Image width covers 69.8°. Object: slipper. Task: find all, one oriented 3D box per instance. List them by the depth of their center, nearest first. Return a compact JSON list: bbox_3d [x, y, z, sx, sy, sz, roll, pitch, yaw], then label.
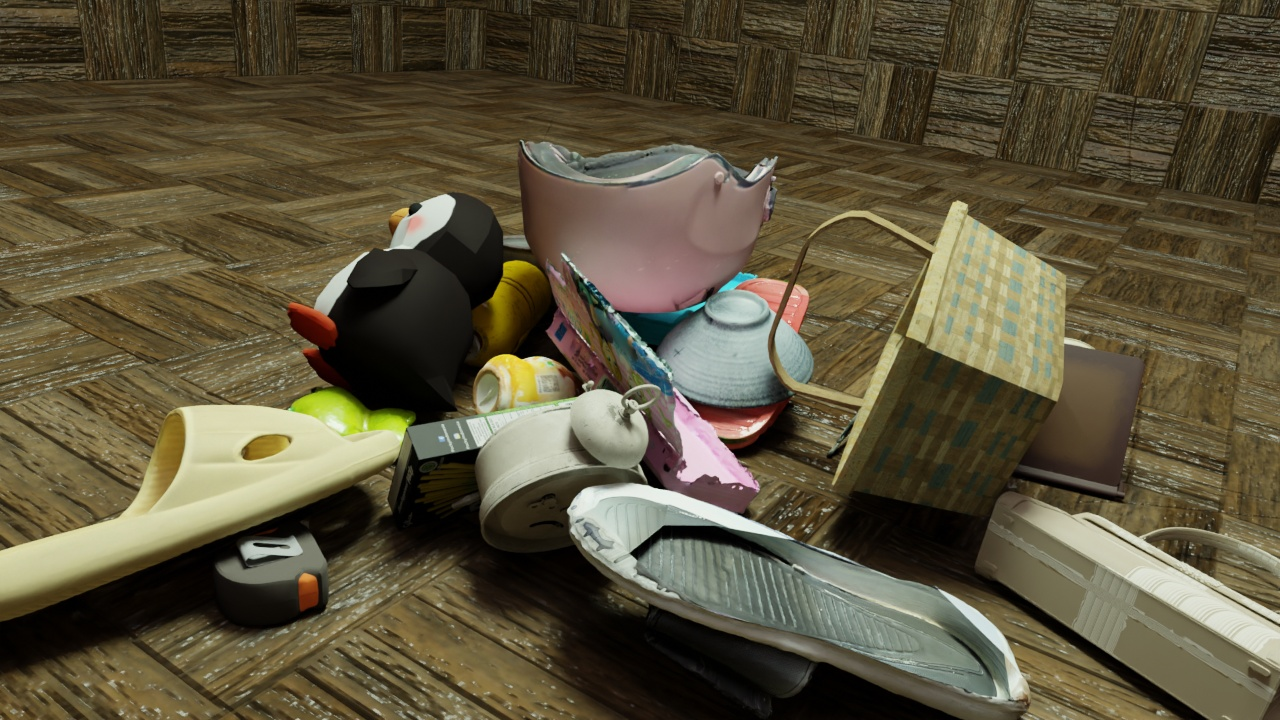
[{"bbox_3d":[0.079,0.143,0.503,0.264,0.063,0.111,18,22,-5],"label":"slipper"},{"bbox_3d":[-0.262,0.068,0.531,0.260,0.079,0.112,-22,9,-40],"label":"slipper"},{"bbox_3d":[0.095,0.006,0.837,0.103,0.059,0.248,10,37,15],"label":"slipper"}]

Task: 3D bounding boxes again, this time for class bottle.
[{"bbox_3d":[-0.078,0.029,0.736,0.109,0.063,0.063,6,17,-41],"label":"bottle"},{"bbox_3d":[-0.139,-0.041,0.879,0.071,0.071,0.163,9,23,8],"label":"bottle"}]

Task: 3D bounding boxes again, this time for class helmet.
[{"bbox_3d":[0.007,-0.125,0.836,0.230,0.153,0.255,3,16,10],"label":"helmet"}]

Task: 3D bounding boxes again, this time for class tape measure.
[{"bbox_3d":[-0.210,0.117,0.519,0.058,0.038,0.058,-9,27,-32],"label":"tape measure"}]

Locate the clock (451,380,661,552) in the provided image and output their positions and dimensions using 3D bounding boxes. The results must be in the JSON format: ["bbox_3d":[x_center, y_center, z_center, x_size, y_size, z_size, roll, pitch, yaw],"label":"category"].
[{"bbox_3d":[-0.040,0.057,0.557,0.103,0.157,0.061,11,46,-40],"label":"clock"}]

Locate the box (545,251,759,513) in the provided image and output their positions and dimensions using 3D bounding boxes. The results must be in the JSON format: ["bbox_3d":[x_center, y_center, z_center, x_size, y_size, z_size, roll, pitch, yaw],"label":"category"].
[{"bbox_3d":[-0.014,0.012,0.686,0.063,0.160,0.230,-40,43,-1],"label":"box"}]

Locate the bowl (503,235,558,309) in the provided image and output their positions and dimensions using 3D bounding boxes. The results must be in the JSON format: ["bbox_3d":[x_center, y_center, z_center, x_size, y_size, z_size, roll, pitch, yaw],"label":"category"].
[{"bbox_3d":[-0.092,-0.096,1.010,0.145,0.067,0.145,5,13,-1],"label":"bowl"}]

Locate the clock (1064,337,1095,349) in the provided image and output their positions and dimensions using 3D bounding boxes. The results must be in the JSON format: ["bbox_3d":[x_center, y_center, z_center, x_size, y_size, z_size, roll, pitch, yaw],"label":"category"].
[{"bbox_3d":[0.347,0.026,0.801,0.141,0.093,0.054,18,28,6],"label":"clock"}]

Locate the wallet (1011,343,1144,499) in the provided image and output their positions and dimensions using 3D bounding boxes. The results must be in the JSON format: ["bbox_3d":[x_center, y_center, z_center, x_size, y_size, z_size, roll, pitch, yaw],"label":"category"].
[{"bbox_3d":[0.354,0.047,0.749,0.091,0.115,0.018,13,-7,16],"label":"wallet"}]

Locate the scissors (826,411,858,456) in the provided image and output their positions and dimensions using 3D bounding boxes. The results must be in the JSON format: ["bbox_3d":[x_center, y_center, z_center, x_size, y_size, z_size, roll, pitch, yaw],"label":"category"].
[{"bbox_3d":[0.198,0.045,0.814,0.014,0.118,0.161,40,67,12],"label":"scissors"}]

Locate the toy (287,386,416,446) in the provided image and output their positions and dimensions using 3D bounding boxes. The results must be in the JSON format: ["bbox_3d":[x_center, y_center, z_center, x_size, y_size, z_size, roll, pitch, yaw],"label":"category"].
[{"bbox_3d":[-0.216,0.048,0.691,0.093,0.036,0.094,2,29,-23],"label":"toy"}]

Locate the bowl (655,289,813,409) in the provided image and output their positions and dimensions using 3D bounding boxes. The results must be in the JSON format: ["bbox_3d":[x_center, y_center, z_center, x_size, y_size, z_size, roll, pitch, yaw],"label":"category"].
[{"bbox_3d":[0.080,-0.022,0.775,0.137,0.057,0.136,-1,35,0],"label":"bowl"}]

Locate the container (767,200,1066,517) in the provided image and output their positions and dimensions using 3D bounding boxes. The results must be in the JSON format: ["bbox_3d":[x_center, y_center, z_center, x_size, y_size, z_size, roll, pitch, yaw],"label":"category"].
[{"bbox_3d":[0.195,-0.017,0.681,0.186,0.158,0.249,24,35,12],"label":"container"}]

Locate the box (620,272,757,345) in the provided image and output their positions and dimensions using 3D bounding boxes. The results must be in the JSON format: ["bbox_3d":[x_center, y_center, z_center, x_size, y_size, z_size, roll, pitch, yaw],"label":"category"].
[{"bbox_3d":[0.034,-0.089,1.026,0.170,0.085,0.226,43,29,2],"label":"box"}]

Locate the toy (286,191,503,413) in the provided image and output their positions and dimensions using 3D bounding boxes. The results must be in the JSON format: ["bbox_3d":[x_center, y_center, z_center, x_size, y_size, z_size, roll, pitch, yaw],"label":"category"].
[{"bbox_3d":[-0.170,-0.054,0.753,0.140,0.159,0.183,26,62,6],"label":"toy"}]

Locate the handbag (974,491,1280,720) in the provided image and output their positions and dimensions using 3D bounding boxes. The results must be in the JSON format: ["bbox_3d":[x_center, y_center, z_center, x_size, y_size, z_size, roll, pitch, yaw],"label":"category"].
[{"bbox_3d":[0.353,0.141,0.588,0.197,0.062,0.176,-4,24,-34],"label":"handbag"}]

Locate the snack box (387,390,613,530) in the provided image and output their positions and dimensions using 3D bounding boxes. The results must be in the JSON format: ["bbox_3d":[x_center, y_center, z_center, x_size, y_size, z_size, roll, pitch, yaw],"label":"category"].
[{"bbox_3d":[-0.088,0.066,0.615,0.147,0.080,0.025,-9,54,-32],"label":"snack box"}]
